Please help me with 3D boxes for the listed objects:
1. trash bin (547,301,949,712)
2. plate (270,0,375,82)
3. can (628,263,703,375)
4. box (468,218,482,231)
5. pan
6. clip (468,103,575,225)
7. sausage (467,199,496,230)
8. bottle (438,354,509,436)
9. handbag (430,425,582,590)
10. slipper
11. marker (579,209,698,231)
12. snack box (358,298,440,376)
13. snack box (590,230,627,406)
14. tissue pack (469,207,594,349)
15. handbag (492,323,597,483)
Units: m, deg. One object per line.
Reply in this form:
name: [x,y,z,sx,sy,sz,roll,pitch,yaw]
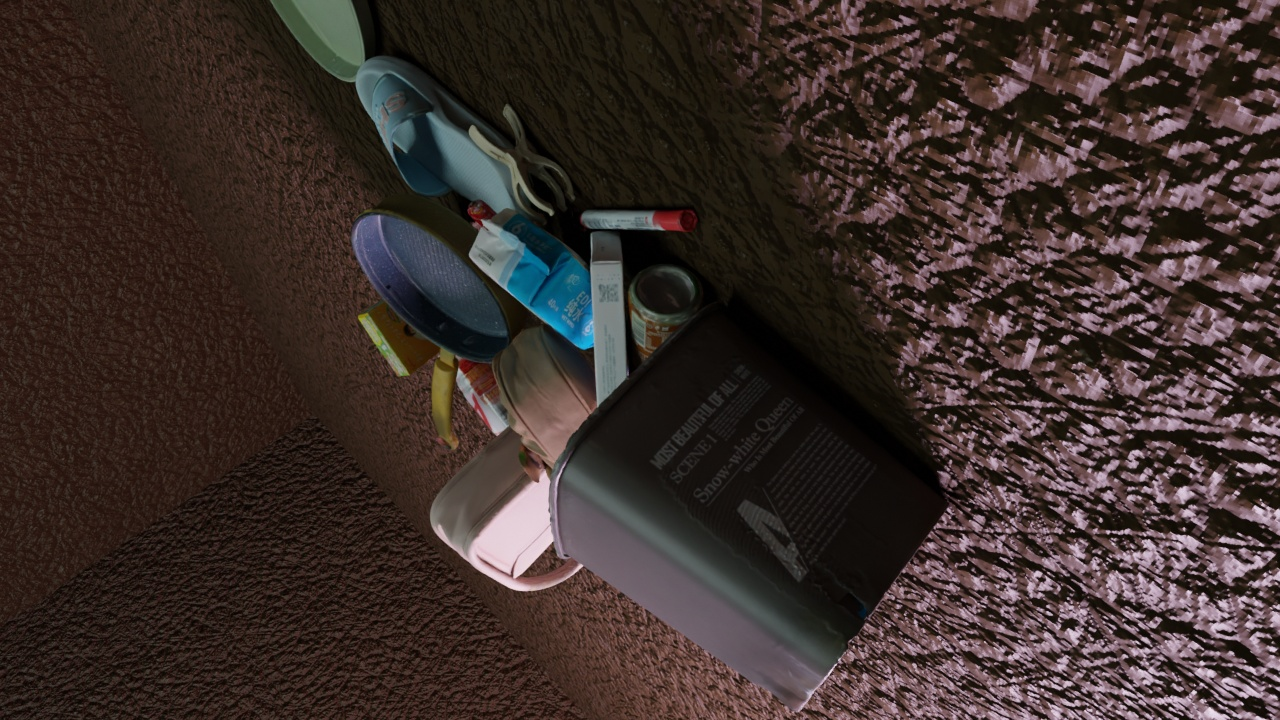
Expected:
trash bin: [0.077,0.113,0.667,0.220,0.198,0.199,36,153,20]
plate: [-0.331,-0.385,0.898,0.230,0.027,0.231,42,155,24]
can: [0.019,-0.013,0.745,0.058,0.057,0.147,42,155,23]
box: [-0.194,-0.107,0.982,0.075,0.076,0.164,55,157,-12]
pan: [-0.212,-0.022,0.981,0.198,0.078,0.358,27,149,17]
clip: [-0.104,-0.157,0.762,0.103,0.076,0.035,44,159,-9]
sausage: [-0.114,-0.108,0.832,0.020,0.020,0.156,40,180,27]
bottle: [-0.164,0.055,1.127,0.197,0.068,0.068,52,157,-6]
handbag: [-0.112,0.184,1.064,0.093,0.193,0.234,33,160,41]
slipper: [-0.190,-0.193,0.853,0.245,0.074,0.104,38,154,27]
marker: [-0.006,-0.108,0.705,0.145,0.017,0.017,14,137,56]
snack box: [-0.254,-0.055,1.088,0.034,0.140,0.087,-5,120,50]
snack box: [-0.025,-0.019,0.746,0.084,0.027,0.157,-98,6,-66]
tissue pack: [-0.080,-0.071,0.802,0.090,0.063,0.140,38,177,29]
handbag: [-0.067,0.062,0.873,0.204,0.100,0.147,57,-175,-23]
